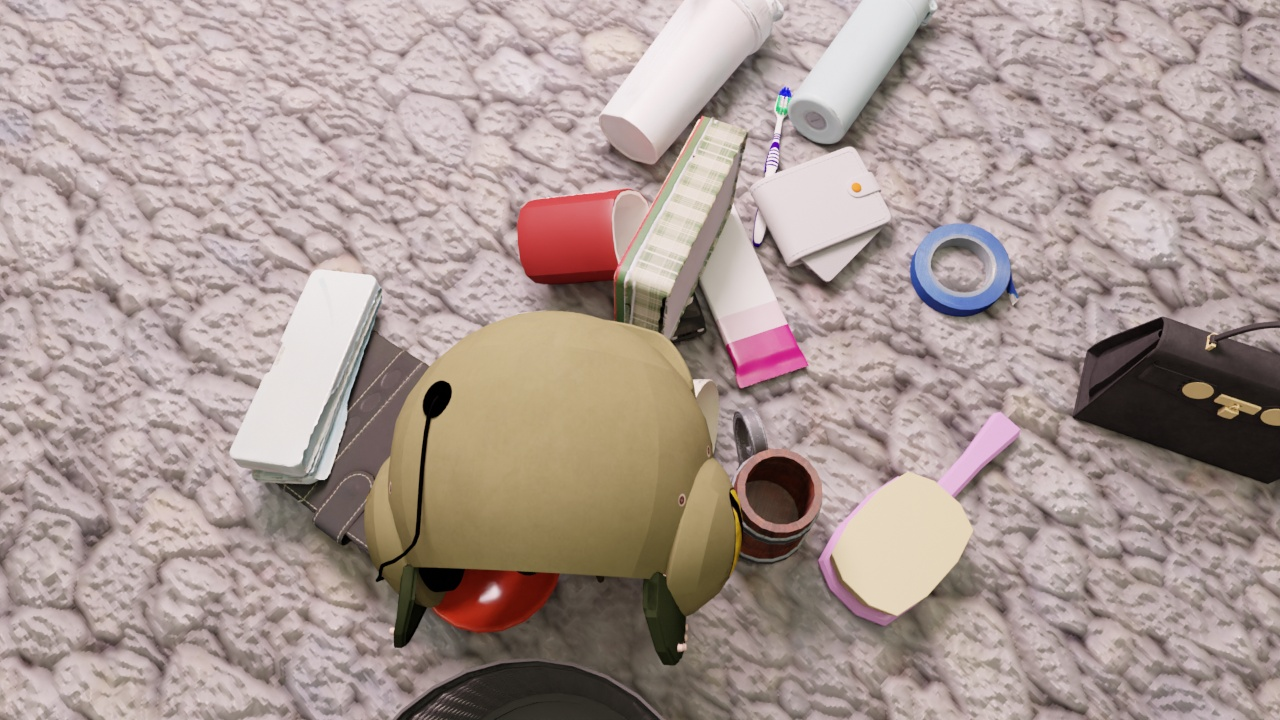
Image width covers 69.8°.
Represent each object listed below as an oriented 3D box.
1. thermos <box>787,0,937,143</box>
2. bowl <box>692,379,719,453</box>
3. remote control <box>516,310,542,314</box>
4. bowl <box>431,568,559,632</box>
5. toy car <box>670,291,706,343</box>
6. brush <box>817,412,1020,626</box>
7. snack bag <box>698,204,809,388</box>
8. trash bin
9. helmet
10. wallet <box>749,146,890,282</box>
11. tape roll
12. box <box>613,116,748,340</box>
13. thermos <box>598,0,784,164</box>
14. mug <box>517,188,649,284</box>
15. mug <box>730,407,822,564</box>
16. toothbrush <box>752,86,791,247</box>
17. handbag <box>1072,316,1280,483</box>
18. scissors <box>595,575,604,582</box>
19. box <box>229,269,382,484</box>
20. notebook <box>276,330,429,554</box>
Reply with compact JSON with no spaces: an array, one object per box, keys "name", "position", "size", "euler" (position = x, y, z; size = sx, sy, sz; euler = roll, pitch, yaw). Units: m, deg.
[{"name":"thermos","position":[0.229,-0.317,0.944],"size":[0.078,0.065,0.206],"euler":[34,72,5]},{"name":"bowl","position":[0.021,0.067,0.776],"size":[0.062,0.115,0.115],"euler":[10,68,19]},{"name":"remote control","position":[-0.095,0.010,0.844],"size":[0.028,0.012,0.124],"euler":[-7,69,-3]},{"name":"bowl","position":[-0.125,0.167,0.771],"size":[0.122,0.035,0.121],"euler":[0,69,-1]},{"name":"toy car","position":[0.030,-0.063,0.859],"size":[0.040,0.037,0.092],"euler":[-17,70,-7]},{"name":"brush","position":[0.252,0.124,0.787],"size":[0.228,0.043,0.089],"euler":[-42,75,-15]},{"name":"snack bag","position":[0.089,-0.071,0.874],"size":[0.070,0.016,0.196],"euler":[-18,71,-10]},{"name":"trash bin","position":[-0.066,0.319,0.610],"size":[0.218,0.228,0.217],"euler":[0,69,-1]},{"name":"helmet","position":[-0.055,0.080,0.634],"size":[0.250,0.256,0.232],"euler":[1,76,6]},{"name":"wallet","position":[0.182,-0.137,0.885],"size":[0.118,0.037,0.115],"euler":[-22,78,-13]},{"name":"tape roll","position":[0.307,-0.088,0.882],"size":[0.093,0.016,0.091],"euler":[-9,69,-4]},{"name":"box","position":[0.035,-0.106,0.800],"size":[0.050,0.118,0.205],"euler":[22,61,8]},{"name":"thermos","position":[0.049,-0.304,0.923],"size":[0.099,0.099,0.220],"euler":[34,76,12]},{"name":"mug","position":[-0.042,-0.113,0.847],"size":[0.097,0.116,0.080],"euler":[-1,97,27]},{"name":"mug","position":[0.100,0.103,0.757],"size":[0.081,0.111,0.117],"euler":[-16,70,-7]},{"name":"toothbrush","position":[0.132,-0.197,0.923],"size":[0.015,0.016,0.186],"euler":[12,69,2]},{"name":"handbag","position":[0.490,0.014,0.749],"size":[0.176,0.196,0.072],"euler":[20,70,7]},{"name":"scissors","position":[-0.080,0.094,0.801],"size":[0.179,0.015,0.198],"euler":[-1,81,10]},{"name":"box","position":[-0.283,0.010,0.800],"size":[0.084,0.067,0.198],"euler":[-10,54,30]},{"name":"notebook","position":[-0.211,0.081,0.786],"size":[0.209,0.029,0.169],"euler":[27,68,26]}]
